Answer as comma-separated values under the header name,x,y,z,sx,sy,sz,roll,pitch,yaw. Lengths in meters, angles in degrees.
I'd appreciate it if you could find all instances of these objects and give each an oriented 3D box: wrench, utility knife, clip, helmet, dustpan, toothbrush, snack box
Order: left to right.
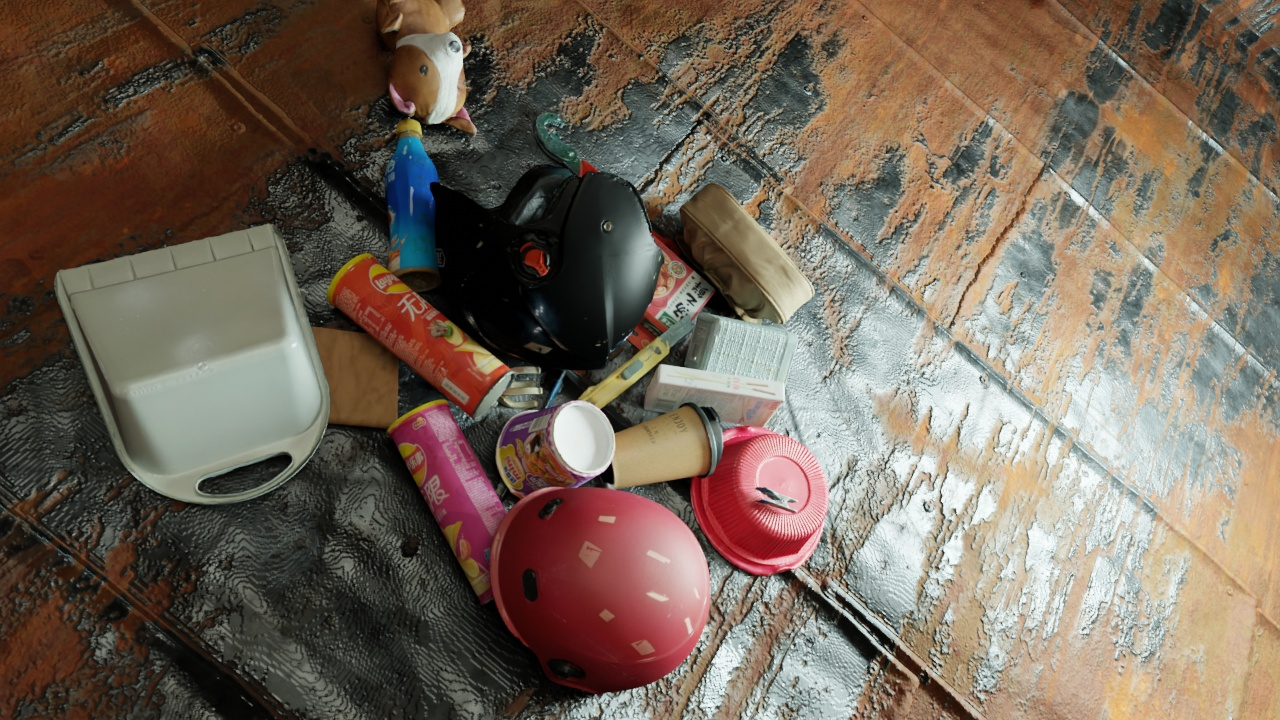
name,x,y,z,sx,sy,sz,roll,pitch,yaw
dustpan,-0.439,0.009,0.934,0.222,0.143,0.257,-18,47,-24
clip,-0.160,0.037,1.063,0.103,0.092,0.035,-12,69,7
toothbrush,-0.126,0.083,1.062,0.016,0.014,0.189,17,57,10
helmet,-0.111,-0.110,1.030,0.274,0.233,0.230,10,98,-22
wrench,-0.048,-0.233,1.249,0.273,0.016,0.056,46,56,1
helmet,-0.021,0.224,0.930,0.240,0.144,0.206,39,51,-36
utility knife,-0.007,0.007,1.131,0.196,0.020,0.031,-40,98,-23
snack box,0.018,-0.081,1.189,0.113,0.044,0.126,40,56,-4
snack box,0.089,0.045,1.121,0.156,0.085,0.026,8,62,-8
clip,0.160,0.165,1.075,0.058,0.026,0.038,21,71,-25

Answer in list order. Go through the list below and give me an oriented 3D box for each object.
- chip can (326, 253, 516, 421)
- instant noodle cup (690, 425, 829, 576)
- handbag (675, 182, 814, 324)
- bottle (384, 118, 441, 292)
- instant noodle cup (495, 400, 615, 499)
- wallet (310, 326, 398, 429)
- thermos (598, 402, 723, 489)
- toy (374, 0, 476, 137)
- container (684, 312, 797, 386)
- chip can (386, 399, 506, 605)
name,x,y,z,sx,sy,sz,roll,pitch,yaw
chip can,-0.240,-0.026,1.003,0.216,0.073,0.073,38,56,7
instant noodle cup,0.161,0.163,1.131,0.193,0.066,0.193,10,63,-22
handbag,0.128,-0.131,1.215,0.099,0.148,0.204,-41,87,-5
bottle,-0.270,-0.190,1.091,0.065,0.065,0.218,3,66,-25
instant noodle cup,-0.087,0.097,1.011,0.111,0.099,0.111,16,64,-35
wallet,-0.315,0.018,1.000,0.101,0.020,0.115,6,62,-24
thermos,0.022,0.105,1.081,0.143,0.093,0.093,-12,72,-22
toy,-0.268,-0.386,1.160,0.140,0.131,0.199,4,72,-42
container,0.124,-0.009,1.167,0.111,0.090,0.090,15,95,-16
chip can,-0.187,0.148,0.966,0.071,0.072,0.210,-25,80,-32
